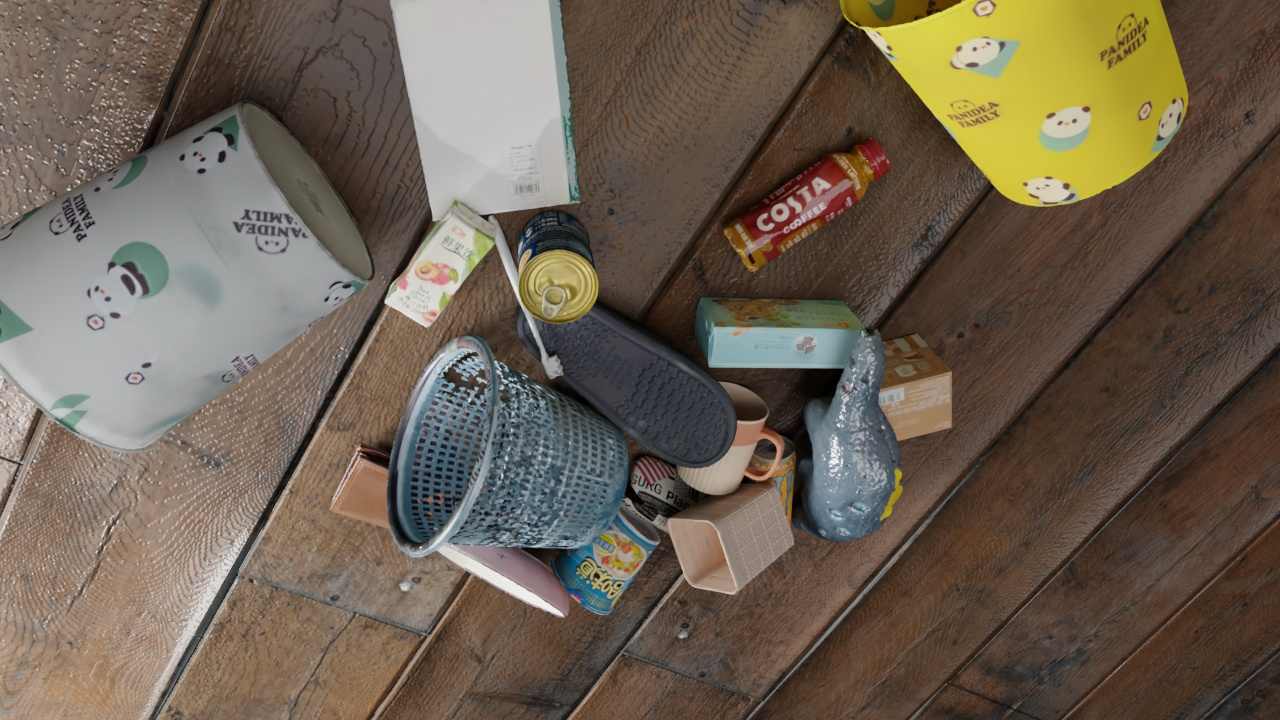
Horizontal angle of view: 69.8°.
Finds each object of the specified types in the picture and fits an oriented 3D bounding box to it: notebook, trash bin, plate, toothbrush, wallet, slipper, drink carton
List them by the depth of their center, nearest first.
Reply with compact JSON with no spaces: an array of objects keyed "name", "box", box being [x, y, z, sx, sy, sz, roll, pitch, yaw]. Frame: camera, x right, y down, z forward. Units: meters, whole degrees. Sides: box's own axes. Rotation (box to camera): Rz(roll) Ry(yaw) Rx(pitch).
[{"name":"trash bin","box":[-0.391,-0.082,0.799,0.252,0.229,0.229,-32,120,2]},{"name":"trash bin","box":[0.342,-0.288,0.808,0.230,0.229,0.255,-41,123,14]},{"name":"notebook","box":[-0.140,-0.238,0.865,0.150,0.012,0.209,-8,121,-7]},{"name":"drink carton","box":[-0.197,-0.096,0.911,0.053,0.045,0.123,32,115,-23]},{"name":"toothbrush","box":[-0.118,-0.064,0.940,0.016,0.016,0.180,-16,105,19]},{"name":"trash bin","box":[-0.129,0.107,0.966,0.195,0.226,0.227,19,115,-34]},{"name":"slipper","box":[-0.006,0.006,0.991,0.268,0.083,0.111,36,115,-3]},{"name":"wallet","box":[-0.281,0.154,1.050,0.124,0.032,0.101,23,124,-20]},{"name":"plate","box":[-0.162,0.234,1.057,0.192,0.193,0.039,39,67,-26]}]

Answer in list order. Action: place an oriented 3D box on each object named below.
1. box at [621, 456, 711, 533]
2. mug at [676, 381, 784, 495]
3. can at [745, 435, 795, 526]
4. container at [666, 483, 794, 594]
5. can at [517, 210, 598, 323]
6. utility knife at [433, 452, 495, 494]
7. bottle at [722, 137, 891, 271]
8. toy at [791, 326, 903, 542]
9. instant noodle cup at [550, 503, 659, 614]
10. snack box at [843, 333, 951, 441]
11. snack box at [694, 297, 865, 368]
[{"name":"box","box":[0.051,0.171,1.107,0.163,0.076,0.086,33,92,-22]},{"name":"mug","box":[0.105,0.095,1.048,0.114,0.081,0.106,24,120,15]},{"name":"can","box":[0.157,0.164,1.120,0.058,0.058,0.146,-5,120,-7]},{"name":"container","box":[0.108,0.199,1.056,0.110,0.090,0.090,-25,100,-35]},{"name":"can","box":[-0.083,-0.094,0.901,0.075,0.111,0.075,-3,120,-6]},{"name":"utility knife","box":[-0.183,0.151,1.079,0.174,0.013,0.029,36,110,-24]},{"name":"bottle","box":[0.170,-0.161,0.937,0.175,0.057,0.057,-34,119,10]},{"name":"toy","box":[0.228,0.120,1.020,0.091,0.137,0.357,-10,136,-14]},{"name":"instant noodle cup","box":[-0.036,0.234,1.111,0.099,0.099,0.110,37,100,-26]},{"name":"snack box","box":[0.292,0.033,1.047,0.093,0.094,0.077,-14,121,-2]},{"name":"snack box","box":[0.150,-0.030,0.998,0.174,0.074,0.052,0,118,-10]}]
